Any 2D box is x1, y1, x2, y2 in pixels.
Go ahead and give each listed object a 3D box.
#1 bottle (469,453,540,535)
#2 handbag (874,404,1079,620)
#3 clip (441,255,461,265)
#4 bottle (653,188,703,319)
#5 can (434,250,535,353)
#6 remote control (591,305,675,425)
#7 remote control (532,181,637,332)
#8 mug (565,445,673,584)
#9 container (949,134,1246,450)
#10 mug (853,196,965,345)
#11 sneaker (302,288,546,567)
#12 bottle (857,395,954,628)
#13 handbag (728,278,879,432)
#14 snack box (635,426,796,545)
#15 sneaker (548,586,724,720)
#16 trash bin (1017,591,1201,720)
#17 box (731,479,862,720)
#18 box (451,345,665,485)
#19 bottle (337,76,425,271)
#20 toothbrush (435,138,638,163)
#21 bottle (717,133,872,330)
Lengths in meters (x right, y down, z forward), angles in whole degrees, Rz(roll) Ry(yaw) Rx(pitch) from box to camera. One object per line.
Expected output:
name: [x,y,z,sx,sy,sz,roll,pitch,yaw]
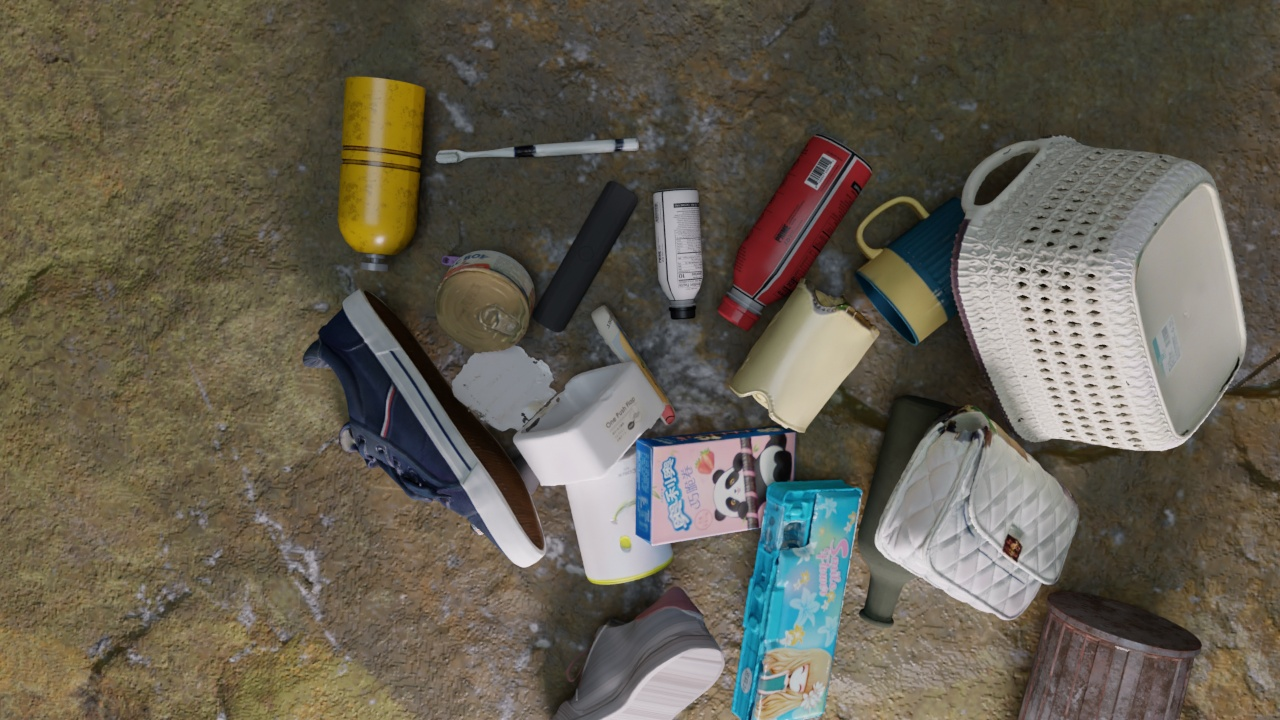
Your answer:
bottle: [-0.121,0.121,0.865,0.036,0.036,0.110,41,98,-2]
handbag: [0.292,0.135,0.769,0.194,0.072,0.138,32,85,-38]
clip: [-0.158,-0.090,0.848,0.051,0.033,0.013,7,97,3]
bottle: [0.035,-0.095,0.825,0.041,0.041,0.116,-3,97,4]
can: [-0.139,-0.053,0.827,0.086,0.043,0.086,2,122,4]
remote control: [-0.005,0.005,0.841,0.018,0.038,0.125,-34,94,5]
remote control: [-0.051,-0.095,0.843,0.033,0.015,0.147,31,98,0]
mug: [-0.021,0.139,0.838,0.082,0.082,0.106,-12,95,5]
container: [0.356,-0.045,0.711,0.184,0.143,0.252,-43,120,-17]
mug: [0.242,-0.090,0.791,0.107,0.083,0.113,-40,87,7]
sneaker: [-0.203,0.082,0.817,0.127,0.120,0.294,-41,78,0]
bottle: [0.238,0.138,0.825,0.071,0.071,0.207,13,98,2]
handbag: [0.139,-0.006,0.793,0.081,0.111,0.119,38,97,20]
snack box: [0.068,0.109,0.815,0.154,0.033,0.088,-3,98,-29]
sneaker: [-0.018,0.296,0.865,0.099,0.089,0.237,26,122,-33]
trash bin: [0.399,0.328,0.809,0.131,0.130,0.211,11,96,2]
box: [0.143,0.222,0.838,0.094,0.039,0.227,2,101,-30]
box: [-0.077,0.045,0.819,0.189,0.111,0.101,9,129,35]
bottle: [-0.233,-0.163,0.822,0.071,0.071,0.164,6,98,3]
toothbrush: [-0.094,-0.190,0.834,0.187,0.017,0.012,-3,117,4]
bottle: [0.129,-0.107,0.806,0.062,0.062,0.177,33,98,-1]
